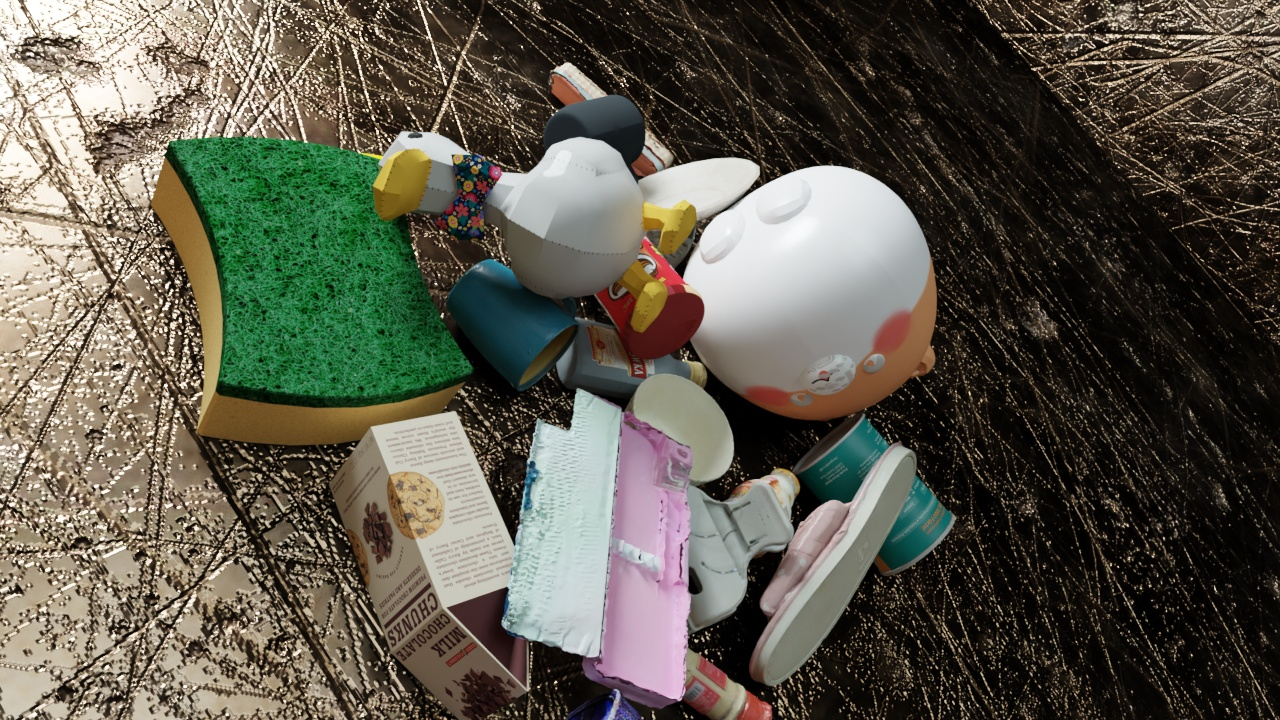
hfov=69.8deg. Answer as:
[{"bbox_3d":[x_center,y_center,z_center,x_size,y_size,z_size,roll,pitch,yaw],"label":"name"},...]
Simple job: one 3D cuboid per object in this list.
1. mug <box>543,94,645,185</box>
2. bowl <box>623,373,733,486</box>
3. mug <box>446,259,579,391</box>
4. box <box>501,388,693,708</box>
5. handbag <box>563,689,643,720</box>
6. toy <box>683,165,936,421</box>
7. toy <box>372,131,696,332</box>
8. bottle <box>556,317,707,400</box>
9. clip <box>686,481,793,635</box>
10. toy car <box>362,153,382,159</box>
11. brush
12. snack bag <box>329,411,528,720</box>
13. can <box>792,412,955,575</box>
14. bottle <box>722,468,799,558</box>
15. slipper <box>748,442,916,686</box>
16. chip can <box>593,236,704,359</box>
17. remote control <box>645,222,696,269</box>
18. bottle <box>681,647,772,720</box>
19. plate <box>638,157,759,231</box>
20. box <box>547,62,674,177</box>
[{"bbox_3d":[-0.045,-0.244,1.065,0.094,0.085,0.121,-31,86,-47],"label":"mug"},{"bbox_3d":[0.026,0.077,0.884,0.115,0.063,0.115,21,47,-25],"label":"bowl"},{"bbox_3d":[-0.113,-0.044,0.851,0.104,0.085,0.111,42,48,8],"label":"mug"},{"bbox_3d":[-0.027,0.131,0.706,0.159,0.035,0.229,33,41,-28],"label":"box"},{"bbox_3d":[-0.002,0.348,0.602,0.205,0.126,0.221,48,44,3],"label":"handbag"},{"bbox_3d":[0.185,-0.059,0.976,0.281,0.263,0.265,49,25,-26],"label":"toy"},{"bbox_3d":[-0.087,-0.133,0.802,0.267,0.141,0.246,24,23,8],"label":"toy"},{"bbox_3d":[-0.005,0.005,0.927,0.161,0.046,0.072,12,51,-32],"label":"bottle"},{"bbox_3d":[0.062,0.162,0.810,0.147,0.081,0.125,-25,73,-2],"label":"clip"},{"bbox_3d":[-0.239,-0.178,0.897,0.106,0.030,0.049,-5,61,-43],"label":"toy car"},{"bbox_3d":[-0.267,-0.060,0.745,0.194,0.075,0.250,-3,60,-40],"label":"brush"},{"bbox_3d":[-0.144,0.154,0.663,0.069,0.095,0.206,-10,65,-43],"label":"snack bag"},{"bbox_3d":[0.249,0.142,0.984,0.144,0.100,0.099,49,42,4],"label":"can"},{"bbox_3d":[0.119,0.146,0.904,0.063,0.063,0.108,50,41,5],"label":"bottle"},{"bbox_3d":[0.176,0.183,0.865,0.054,0.114,0.273,25,60,34],"label":"slipper"},{"bbox_3d":[-0.026,-0.102,0.926,0.086,0.087,0.213,-1,43,-39],"label":"chip can"},{"bbox_3d":[0.030,-0.145,1.088,0.060,0.028,0.114,37,42,-10],"label":"remote control"},{"bbox_3d":[0.058,0.277,0.768,0.109,0.044,0.044,39,42,-7],"label":"bottle"},{"bbox_3d":[0.045,-0.183,1.045,0.188,0.189,0.027,-51,131,-48],"label":"plate"},{"bbox_3d":[-0.036,-0.299,1.143,0.187,0.053,0.058,43,1,-4],"label":"box"}]
